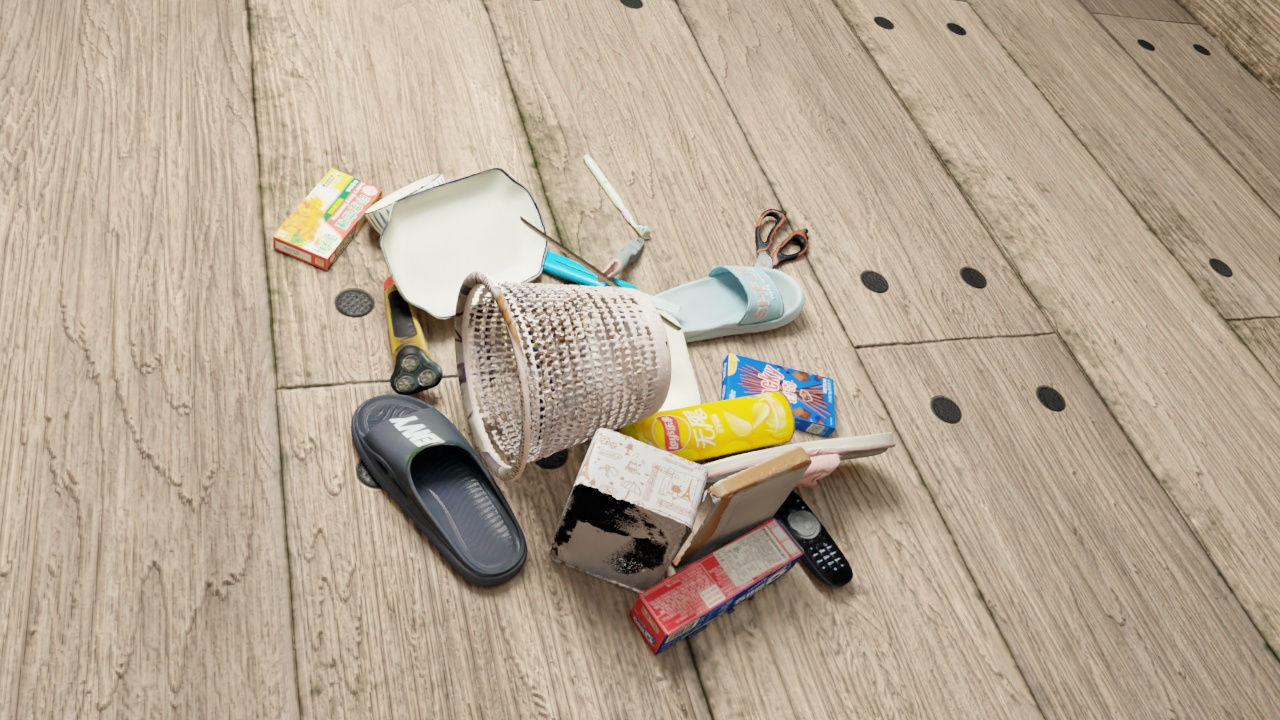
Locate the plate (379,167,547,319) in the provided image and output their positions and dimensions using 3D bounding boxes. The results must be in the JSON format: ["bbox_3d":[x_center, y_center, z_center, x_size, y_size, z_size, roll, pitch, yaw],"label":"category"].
[{"bbox_3d":[-0.230,-0.153,1.202,0.264,0.034,0.162,-34,107,-44],"label":"plate"}]

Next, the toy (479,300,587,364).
[{"bbox_3d":[-0.137,-0.041,1.155,0.157,0.066,0.105,8,72,26],"label":"toy"}]

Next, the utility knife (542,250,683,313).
[{"bbox_3d":[-0.042,-0.105,1.273,0.216,0.018,0.034,21,49,13],"label":"utility knife"}]

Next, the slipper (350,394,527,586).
[{"bbox_3d":[-0.215,0.124,1.012,0.110,0.084,0.268,-28,67,-36],"label":"slipper"}]

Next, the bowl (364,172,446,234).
[{"bbox_3d":[-0.304,-0.198,1.237,0.116,0.117,0.066,-46,119,-39],"label":"bowl"}]

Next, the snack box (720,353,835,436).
[{"bbox_3d":[0.187,0.046,1.247,0.157,0.026,0.084,14,50,-8],"label":"snack box"}]

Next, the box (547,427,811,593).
[{"bbox_3d":[0.042,0.167,0.999,0.273,0.179,0.124,3,53,-16],"label":"box"}]

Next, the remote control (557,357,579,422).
[{"bbox_3d":[-0.090,0.016,1.158,0.019,0.056,0.134,8,50,-14],"label":"remote control"}]

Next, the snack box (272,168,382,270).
[{"bbox_3d":[-0.418,-0.192,1.233,0.077,0.027,0.155,23,49,-2],"label":"snack box"}]

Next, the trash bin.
[{"bbox_3d":[-0.082,0.004,1.014,0.191,0.228,0.227,-10,56,-27],"label":"trash bin"}]

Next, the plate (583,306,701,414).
[{"bbox_3d":[-0.007,0.007,1.190,0.164,0.034,0.163,2,62,-31],"label":"plate"}]

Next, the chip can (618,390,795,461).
[{"bbox_3d":[0.083,0.087,1.141,0.213,0.072,0.072,-9,56,-21],"label":"chip can"}]

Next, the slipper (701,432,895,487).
[{"bbox_3d":[0.192,0.130,1.132,0.274,0.114,0.054,-7,83,-21],"label":"slipper"}]

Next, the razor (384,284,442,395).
[{"bbox_3d":[-0.288,-0.031,1.128,0.062,0.068,0.167,-16,51,-10],"label":"razor"}]

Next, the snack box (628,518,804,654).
[{"bbox_3d":[0.088,0.250,1.029,0.207,0.057,0.058,-22,60,-31],"label":"snack box"}]

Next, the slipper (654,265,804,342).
[{"bbox_3d":[0.120,-0.089,1.297,0.245,0.074,0.104,-14,58,-22],"label":"slipper"}]

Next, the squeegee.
[{"bbox_3d":[-0.032,-0.133,1.268,0.247,0.040,0.249,35,22,1],"label":"squeegee"}]

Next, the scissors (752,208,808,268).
[{"bbox_3d":[0.208,-0.153,1.422,0.196,0.015,0.205,-3,60,-25],"label":"scissors"}]

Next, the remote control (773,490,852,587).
[{"bbox_3d":[0.205,0.219,1.115,0.053,0.024,0.136,-18,59,-28],"label":"remote control"}]

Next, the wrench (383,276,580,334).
[{"bbox_3d":[-0.202,-0.074,1.219,0.273,0.016,0.056,10,46,-12],"label":"wrench"}]

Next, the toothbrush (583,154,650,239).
[{"bbox_3d":[-0.039,-0.257,1.421,0.020,0.029,0.189,-38,63,6],"label":"toothbrush"}]
